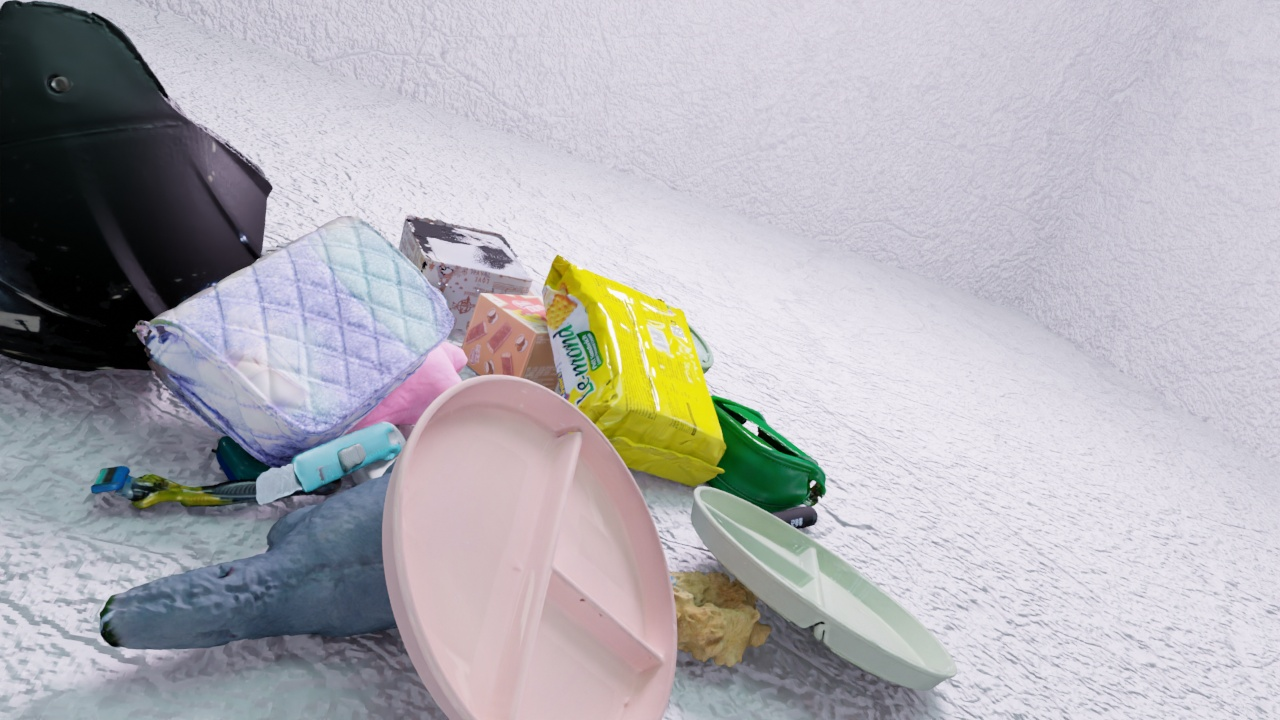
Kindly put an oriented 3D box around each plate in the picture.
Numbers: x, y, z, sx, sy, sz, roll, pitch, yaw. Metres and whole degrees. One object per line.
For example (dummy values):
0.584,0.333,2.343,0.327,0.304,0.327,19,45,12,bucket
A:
-0.056,0.118,0.519,0.229,0.028,0.229,39,37,-38,plate
0.132,0.170,0.694,0.230,0.027,0.230,32,6,-4,plate

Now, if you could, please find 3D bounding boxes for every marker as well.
0.118,0.149,0.841,0.131,0.020,0.022,1,33,-46,marker

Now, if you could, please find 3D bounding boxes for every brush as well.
-0.031,0.147,0.642,0.255,0.046,0.083,20,18,10,brush

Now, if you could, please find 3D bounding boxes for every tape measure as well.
-0.257,0.071,0.630,0.054,0.025,0.058,1,28,-46,tape measure

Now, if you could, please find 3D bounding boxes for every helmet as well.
-0.409,-0.107,0.652,0.274,0.230,0.234,2,-3,-15,helmet

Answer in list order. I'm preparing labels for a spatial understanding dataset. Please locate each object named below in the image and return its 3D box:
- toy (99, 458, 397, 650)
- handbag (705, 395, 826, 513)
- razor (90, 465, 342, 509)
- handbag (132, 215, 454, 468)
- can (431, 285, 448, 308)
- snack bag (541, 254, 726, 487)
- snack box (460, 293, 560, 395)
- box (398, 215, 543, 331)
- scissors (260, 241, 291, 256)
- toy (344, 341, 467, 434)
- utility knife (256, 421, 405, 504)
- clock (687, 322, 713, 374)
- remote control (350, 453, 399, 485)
-0.141,0.098,0.564,0.138,0.091,0.355,17,20,21,toy
0.114,0.098,0.925,0.120,0.068,0.131,17,16,-39,handbag
-0.262,0.081,0.579,0.142,0.022,0.043,3,9,-25,razor
-0.235,-0.017,0.656,0.134,0.076,0.193,46,36,-4,handbag
-0.226,-0.033,0.923,0.053,0.053,0.134,17,18,-13,can
-0.005,0.005,0.893,0.158,0.068,0.246,21,36,-34,snack bag
-0.117,-0.016,0.957,0.094,0.077,0.092,33,21,33,snack box
-0.155,-0.085,1.108,0.261,0.088,0.178,11,20,-26,box
-0.429,-0.128,1.032,0.177,0.014,0.159,26,18,15,scissors
-0.214,0.017,0.756,0.194,0.075,0.178,19,25,-11,toy
-0.197,0.065,0.603,0.013,0.029,0.192,-19,3,11,utility knife
0.023,-0.009,1.092,0.116,0.056,0.161,40,23,3,clock
-0.148,0.088,0.710,0.149,0.021,0.058,4,25,-43,remote control
